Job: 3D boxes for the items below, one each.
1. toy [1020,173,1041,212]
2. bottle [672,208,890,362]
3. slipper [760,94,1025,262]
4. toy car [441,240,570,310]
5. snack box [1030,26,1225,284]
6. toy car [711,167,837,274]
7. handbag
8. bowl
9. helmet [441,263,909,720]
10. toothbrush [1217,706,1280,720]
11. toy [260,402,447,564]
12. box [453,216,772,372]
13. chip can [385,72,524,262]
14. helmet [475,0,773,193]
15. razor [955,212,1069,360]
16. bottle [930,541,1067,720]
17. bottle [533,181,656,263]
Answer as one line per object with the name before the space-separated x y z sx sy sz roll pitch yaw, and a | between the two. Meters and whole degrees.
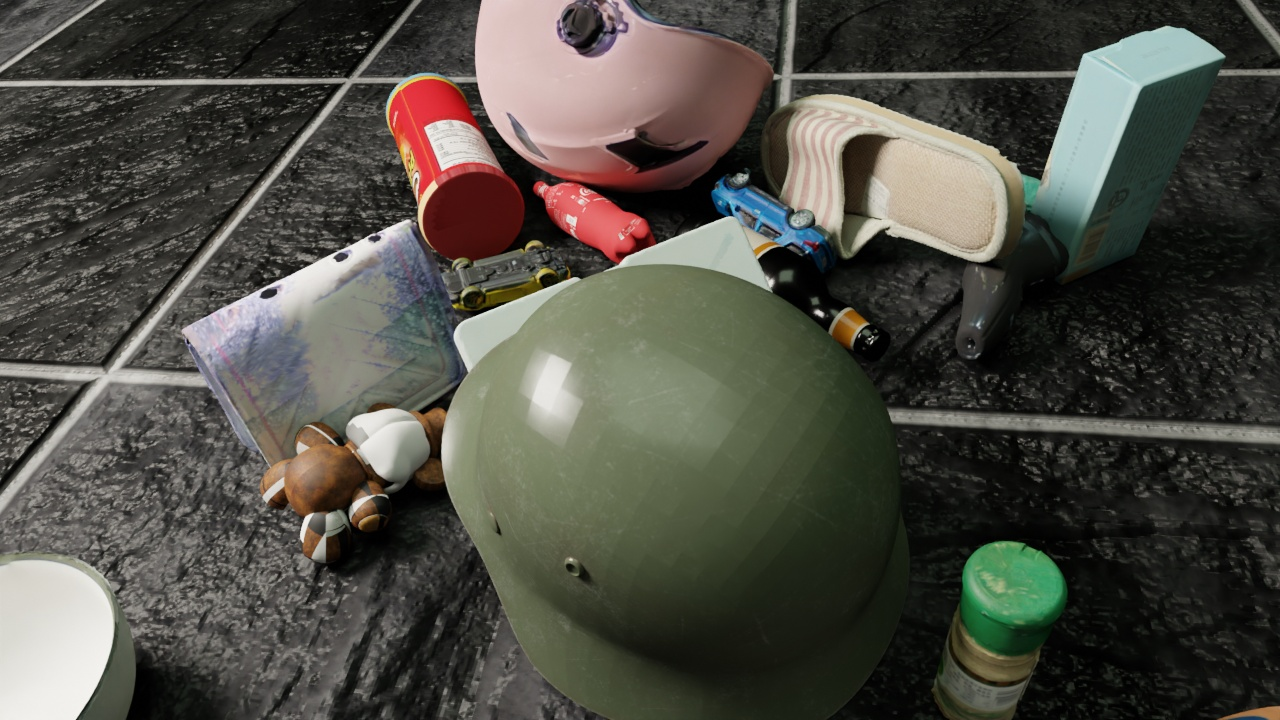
toy | 0.296 -0.126 0.748 0.105 0.033 0.085 -19 54 -15
bottle | 0.101 -0.050 0.666 0.059 0.059 0.182 -33 49 -26
slipper | 0.170 -0.133 0.697 0.052 0.115 0.263 -22 31 -24
toy car | -0.109 -0.065 0.729 0.107 0.030 0.049 -13 44 -11
snack box | 0.334 -0.140 0.651 0.075 0.175 0.053 -21 51 -15
toy car | 0.102 -0.106 0.731 0.043 0.056 0.120 -45 57 -7
handbag | -0.203 -0.010 0.610 0.158 0.127 0.069 -34 47 -25
bowl | -0.326 0.178 0.459 0.153 0.073 0.153 -4 43 4
helmet | 0.020 0.044 0.452 0.268 0.154 0.226 30 61 16
toothbrush | 0.251 0.183 0.427 0.135 0.017 0.021 -10 46 -8
toy | -0.171 0.066 0.576 0.112 0.067 0.087 -24 58 -41
box | -0.002 0.002 0.571 0.197 0.136 0.044 -23 10 -16
chip can | -0.172 -0.179 0.822 0.087 0.087 0.213 -17 42 -12
helmet | -0.024 -0.223 0.776 0.255 0.152 0.229 17 2 16
razor | 0.262 -0.050 0.653 0.064 0.053 0.140 14 47 27
bottle | 0.162 0.130 0.422 0.043 0.111 0.043 -3 43 3
bottle | -0.044 -0.121 0.774 0.041 0.042 0.141 -34 49 -27
